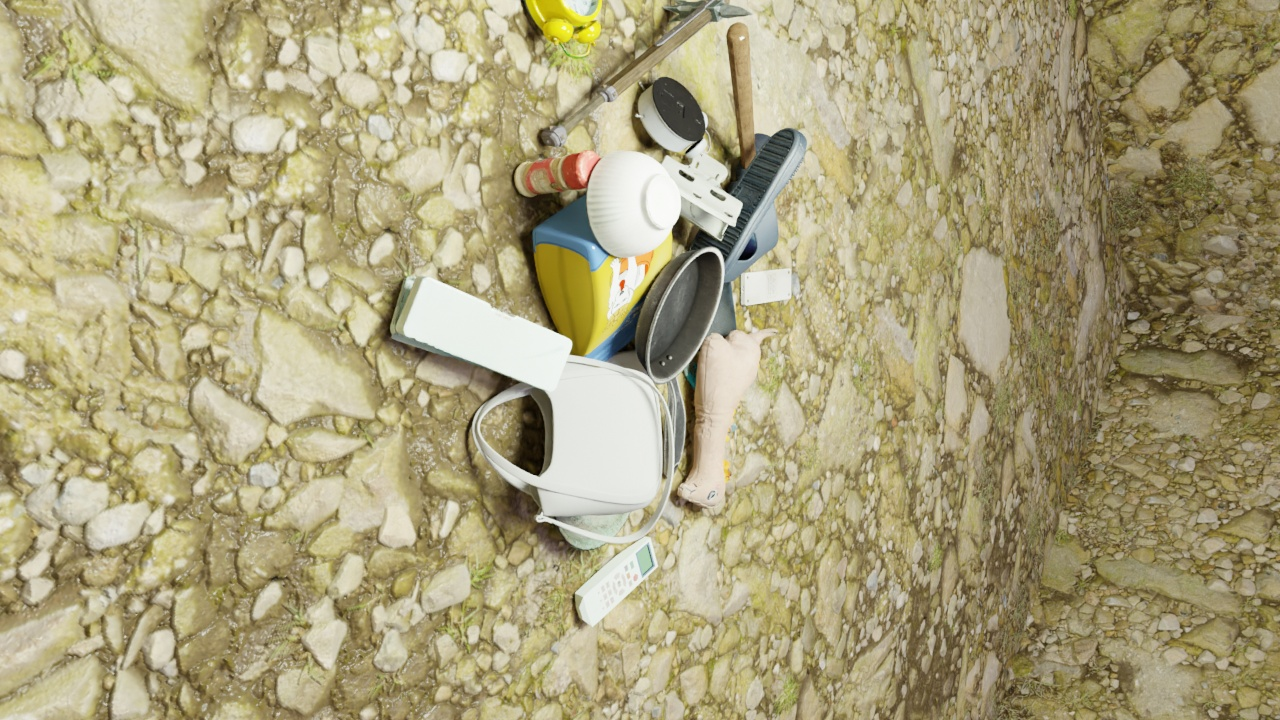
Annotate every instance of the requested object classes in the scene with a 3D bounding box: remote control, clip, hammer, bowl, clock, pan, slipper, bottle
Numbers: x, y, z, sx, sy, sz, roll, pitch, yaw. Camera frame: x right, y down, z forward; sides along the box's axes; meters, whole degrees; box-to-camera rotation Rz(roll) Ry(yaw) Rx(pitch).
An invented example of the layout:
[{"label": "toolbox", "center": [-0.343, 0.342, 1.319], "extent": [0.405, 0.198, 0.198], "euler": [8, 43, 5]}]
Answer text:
[{"label": "remote control", "center": [0.201, -0.118, 1.461], "extent": [0.135, 0.011, 0.050], "euler": [-12, 104, -49]}, {"label": "clip", "center": [0.069, -0.220, 1.230], "extent": [0.126, 0.097, 0.152], "euler": [33, 23, -9]}, {"label": "hammer", "center": [-0.003, -0.354, 1.119], "extent": [0.316, 0.147, 0.028], "euler": [-45, 132, -23]}, {"label": "bowl", "center": [0.002, -0.172, 1.004], "extent": [0.117, 0.062, 0.118], "euler": [-5, 97, -49]}, {"label": "clock", "center": [0.048, -0.315, 1.203], "extent": [0.122, 0.035, 0.094], "euler": [29, 50, -33]}, {"label": "pan", "center": [0.045, 0.011, 1.217], "extent": [0.186, 0.055, 0.358], "euler": [-38, 146, -46]}, {"label": "slipper", "center": [0.158, -0.190, 1.263], "extent": [0.082, 0.101, 0.264], "euler": [28, 102, -31]}, {"label": "hammer", "center": [0.141, -0.337, 1.241], "extent": [0.322, 0.040, 0.129], "euler": [67, 43, -67]}, {"label": "clock", "center": [-0.085, -0.403, 1.045], "extent": [0.083, 0.057, 0.119], "euler": [-21, 105, -47]}, {"label": "bottle", "center": [-0.092, -0.207, 1.024], "extent": [0.044, 0.109, 0.044], "euler": [-2, 92, -50]}, {"label": "bowl", "center": [-0.067, 0.158, 1.159], "extent": [0.157, 0.039, 0.157], "euler": [-9, 102, -49]}, {"label": "remote control", "center": [-0.035, 0.294, 1.227], "extent": [0.143, 0.024, 0.049], "euler": [-34, 120, -40]}, {"label": "remote control", "center": [-0.007, 0.007, 1.230], "extent": [0.136, 0.013, 0.043], "euler": [-11, 103, -49]}]

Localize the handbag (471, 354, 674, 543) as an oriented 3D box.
[{"label": "handbag", "center": [-0.082, 0.097, 1.053], "extent": [0.222, 0.096, 0.215], "euler": [6, 69, -23]}]

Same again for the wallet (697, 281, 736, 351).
[{"label": "wallet", "center": [0.101, -0.068, 1.339], "extent": [0.114, 0.026, 0.089], "euler": [-28, 114, -45]}]

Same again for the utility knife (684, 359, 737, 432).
[{"label": "utility knife", "center": [0.106, 0.056, 1.372], "extent": [0.031, 0.015, 0.179], "euler": [-58, 135, -21]}]

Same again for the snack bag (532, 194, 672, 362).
[{"label": "snack bag", "center": [-0.039, -0.094, 1.123], "extent": [0.158, 0.102, 0.205], "euler": [-41, 139, -39]}]

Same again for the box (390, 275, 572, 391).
[{"label": "box", "center": [-0.167, -0.024, 0.982], "extent": [0.198, 0.066, 0.083], "euler": [22, 61, -38]}]

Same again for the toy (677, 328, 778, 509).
[{"label": "toy", "center": [0.130, 0.085, 1.343], "extent": [0.195, 0.065, 0.264], "euler": [-11, 107, -38]}]
